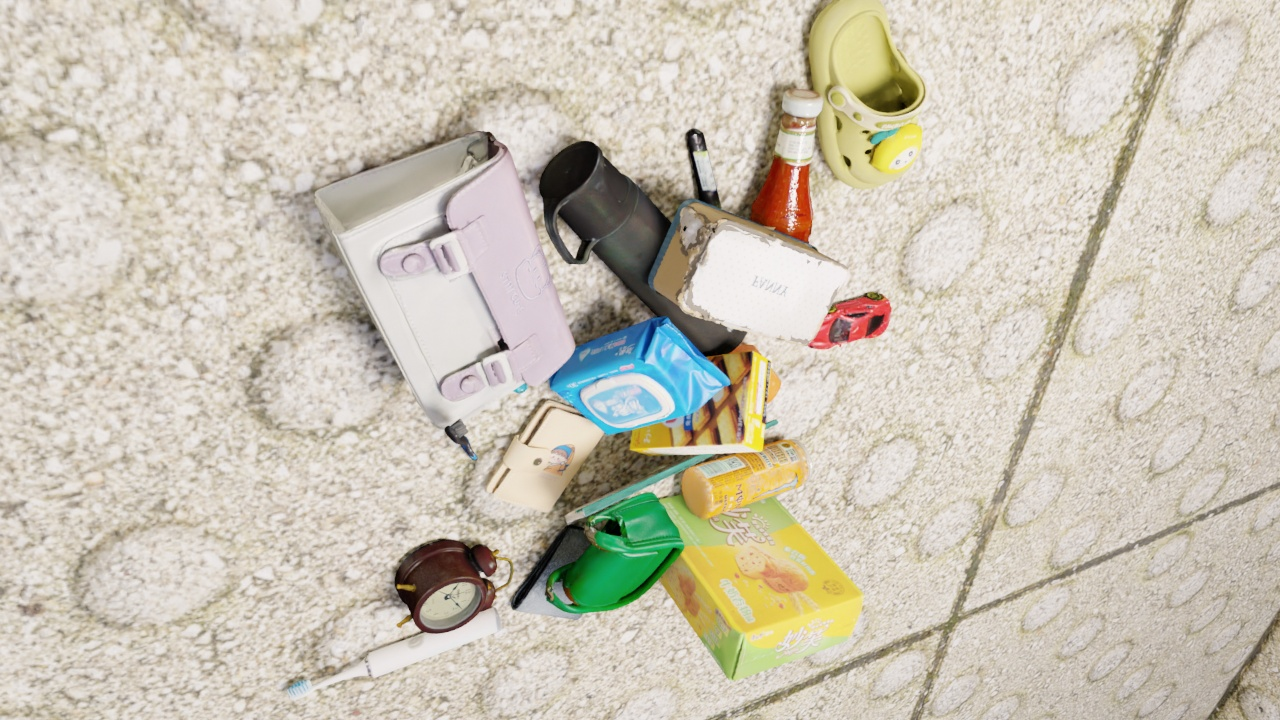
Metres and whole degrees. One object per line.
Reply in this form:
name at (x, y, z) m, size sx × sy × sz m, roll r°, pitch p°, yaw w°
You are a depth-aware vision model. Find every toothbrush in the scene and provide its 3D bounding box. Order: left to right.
toothbrush at (-0.253, 0.307, 0.956) m, size 0.220 × 0.027 × 0.026 m, roll -16°, pitch 118°, yaw -20°
toothbrush at (-0.148, 0.070, 0.779) m, size 0.016 × 0.014 × 0.190 m, roll -44°, pitch 174°, yaw -12°

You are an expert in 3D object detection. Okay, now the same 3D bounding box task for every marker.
marker at (0.060, -0.150, 0.818) m, size 0.018 × 0.015 × 0.124 m, roll -28°, pitch 130°, yaw -12°

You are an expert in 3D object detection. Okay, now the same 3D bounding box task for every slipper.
slipper at (0.204, -0.225, 0.805) m, size 0.091 × 0.081 × 0.191 m, roll -32°, pitch 131°, yaw -4°

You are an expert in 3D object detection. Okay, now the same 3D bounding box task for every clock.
clock at (-0.185, 0.223, 0.914) m, size 0.121 × 0.055 × 0.082 m, roll -10°, pitch 127°, yaw -27°

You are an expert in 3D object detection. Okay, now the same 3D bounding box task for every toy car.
toy car at (0.223, -0.039, 0.986) m, size 0.106 × 0.031 × 0.049 m, roll -13°, pitch 127°, yaw -21°

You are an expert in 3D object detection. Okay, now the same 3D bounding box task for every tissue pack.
tissue pack at (-0.006, 0.018, 0.826) m, size 0.157 × 0.052 × 0.095 m, roll -19°, pitch 131°, yaw 37°

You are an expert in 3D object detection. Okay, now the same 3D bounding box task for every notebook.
notebook at (0.026, 0.113, 0.924) m, size 0.209 × 0.012 × 0.150 m, roll -24°, pitch 174°, yaw -15°

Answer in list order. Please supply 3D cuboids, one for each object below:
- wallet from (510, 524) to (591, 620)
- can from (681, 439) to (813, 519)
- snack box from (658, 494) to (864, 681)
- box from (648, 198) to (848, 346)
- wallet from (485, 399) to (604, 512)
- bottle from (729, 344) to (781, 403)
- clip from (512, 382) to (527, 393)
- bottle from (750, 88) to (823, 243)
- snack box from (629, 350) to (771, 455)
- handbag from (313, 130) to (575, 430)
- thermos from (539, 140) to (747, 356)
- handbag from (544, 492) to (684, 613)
wallet at (-0.075, 0.236, 1.018) m, size 0.097 × 0.019 × 0.121 m, roll 23°, pitch 108°, yaw -42°
can at (0.119, 0.130, 1.021) m, size 0.145 × 0.058 × 0.058 m, roll -13°, pitch 128°, yaw -29°
snack box at (0.111, 0.226, 0.990) m, size 0.157 × 0.210 × 0.070 m, roll -9°, pitch 126°, yaw -27°
box at (0.099, -0.071, 0.784) m, size 0.184 × 0.060 × 0.090 m, roll 15°, pitch 108°, yaw -41°
wallet at (-0.093, 0.095, 0.899) m, size 0.087 × 0.024 × 0.115 m, roll 23°, pitch 110°, yaw -39°
bottle at (0.070, 0.047, 0.939) m, size 0.149 × 0.066 × 0.067 m, roll -37°, pitch 134°, yaw 7°
clip at (-0.122, 0.015, 0.822) m, size 0.014 × 0.039 × 0.055 m, roll -47°, pitch 139°, yaw 10°
bottle at (0.131, -0.141, 0.837) m, size 0.059 × 0.060 × 0.206 m, roll -12°, pitch 127°, yaw -24°
snack box at (0.054, 0.042, 0.854) m, size 0.033 × 0.141 × 0.086 m, roll 23°, pitch 68°, yaw -40°
handbag at (-0.140, -0.059, 0.712) m, size 0.144 × 0.098 × 0.197 m, roll -31°, pitch 134°, yaw -16°
thermos at (0.004, -0.079, 0.793) m, size 0.242 × 0.068 × 0.089 m, roll 40°, pitch 71°, yaw -42°
handbag at (-0.028, 0.198, 0.939) m, size 0.120 × 0.068 × 0.132 m, roll 0°, pitch 139°, yaw -42°
